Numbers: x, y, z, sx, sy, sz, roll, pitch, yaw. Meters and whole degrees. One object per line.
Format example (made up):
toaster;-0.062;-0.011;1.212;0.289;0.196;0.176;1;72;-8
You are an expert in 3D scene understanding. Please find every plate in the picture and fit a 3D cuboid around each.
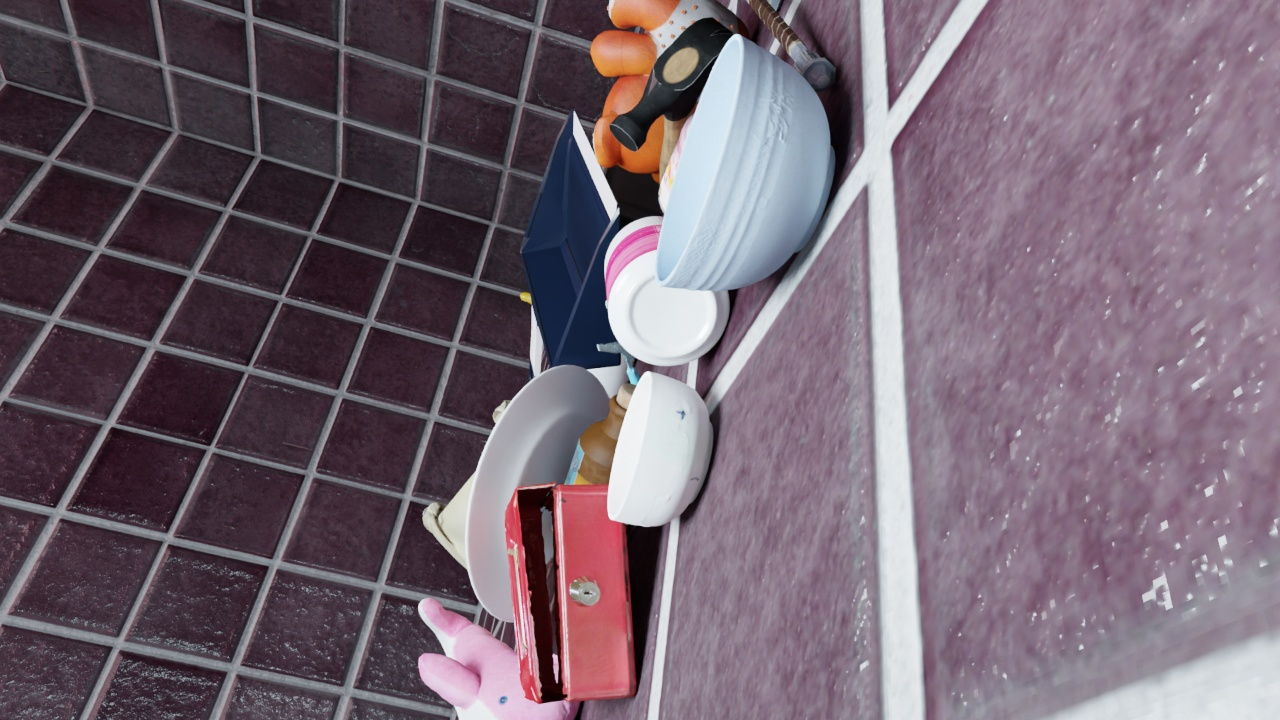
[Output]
plate;-0.078;0.125;0.853;0.241;0.016;0.243;-31;-54;-55

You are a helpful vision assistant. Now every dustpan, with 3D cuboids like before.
dustpan;-0.083;-0.085;0.950;0.236;0.080;0.274;-111;17;-51

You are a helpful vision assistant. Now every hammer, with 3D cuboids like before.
hammer;0.035;-0.179;0.794;0.132;0.040;0.305;-49;-9;-7
hammer;0.091;-0.260;0.679;0.321;0.098;0.044;-102;27;-54

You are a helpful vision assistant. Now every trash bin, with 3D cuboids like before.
trash bin;0.004;-0.228;1.084;0.192;0.097;0.219;130;155;-70

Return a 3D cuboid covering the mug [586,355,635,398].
mug;-0.046;-0.017;1.076;0.121;0.091;0.090;-35;-37;-73

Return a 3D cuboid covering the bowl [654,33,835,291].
bowl;0.066;-0.105;0.538;0.150;0.074;0.150;-166;92;-82

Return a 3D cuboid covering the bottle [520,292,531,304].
bottle;-0.081;-0.063;1.158;0.051;0.146;0.051;-166;91;-82

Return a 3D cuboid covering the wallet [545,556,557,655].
wallet;-0.068;0.219;0.811;0.116;0.032;0.086;60;-136;-58

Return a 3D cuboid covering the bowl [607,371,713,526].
bowl;0.016;0.064;0.633;0.105;0.054;0.105;-168;92;-82

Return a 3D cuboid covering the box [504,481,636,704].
box;-0.062;0.177;0.700;0.129;0.086;0.158;130;137;-68

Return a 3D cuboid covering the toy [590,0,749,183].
toy;0.021;-0.256;0.855;0.093;0.163;0.173;39;112;40

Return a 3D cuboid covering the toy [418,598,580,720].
toy;-0.119;0.306;0.874;0.127;0.187;0.266;-39;26;-16

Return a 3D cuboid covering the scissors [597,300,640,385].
scissors;-0.005;0.007;0.820;0.136;0.015;0.126;-2;-91;-58

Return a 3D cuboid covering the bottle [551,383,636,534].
bottle;-0.026;0.093;0.801;0.067;0.068;0.157;-93;20;-65

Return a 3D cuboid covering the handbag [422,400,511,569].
handbag;-0.139;0.180;1.057;0.230;0.184;0.131;-52;20;24

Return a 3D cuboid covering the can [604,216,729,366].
can;0.017;-0.060;0.729;0.165;0.088;0.088;-100;27;-71

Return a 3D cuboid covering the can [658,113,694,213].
can;0.055;-0.144;0.703;0.076;0.067;0.067;117;166;-58
